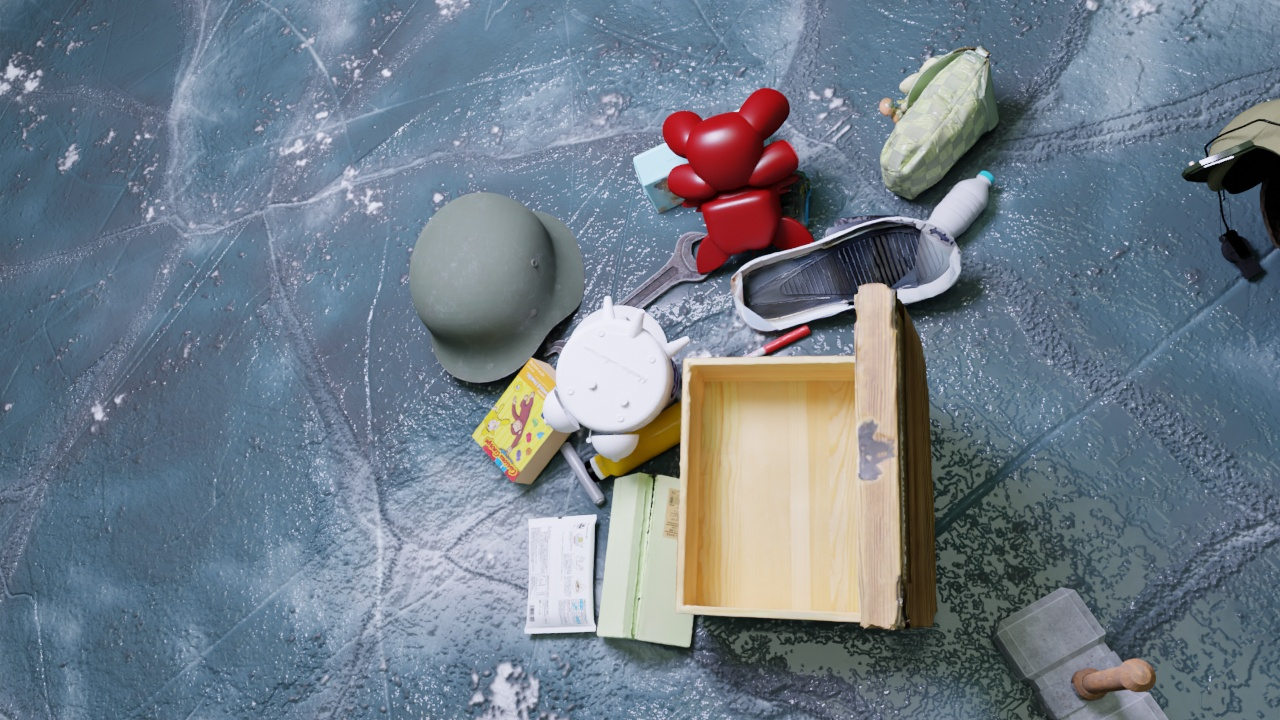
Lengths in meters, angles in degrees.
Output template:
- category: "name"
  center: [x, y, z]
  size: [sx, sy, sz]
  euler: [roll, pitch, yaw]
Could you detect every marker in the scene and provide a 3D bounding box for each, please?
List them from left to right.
- category: "marker"
  center: [-0.085, 0.120, 1.134]
  size: [0.016, 0.016, 0.140]
  euler: [-37, 64, 1]
- category: "marker"
  center: [0.139, -0.007, 1.113]
  size: [0.142, 0.013, 0.012]
  euler: [-27, 64, 7]

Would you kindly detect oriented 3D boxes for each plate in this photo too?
- category: "plate"
  center: [-0.032, -0.007, 1.159]
  size: [0.135, 0.011, 0.134]
  euler: [-4, 75, 13]

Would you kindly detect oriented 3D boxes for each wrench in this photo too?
- category: "wrench"
  center: [-0.013, -0.070, 1.187]
  size: [0.273, 0.010, 0.070]
  euler: [-38, 63, 1]

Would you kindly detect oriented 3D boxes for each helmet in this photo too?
- category: "helmet"
  center: [-0.206, -0.112, 1.184]
  size: [0.227, 0.154, 0.267]
  euler: [0, 70, 18]
- category: "helmet"
  center: [0.659, -0.137, 0.847]
  size: [0.233, 0.255, 0.250]
  euler: [-24, 66, 11]

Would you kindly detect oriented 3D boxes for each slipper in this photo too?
- category: "slipper"
  center: [0.238, -0.106, 1.080]
  size: [0.264, 0.063, 0.111]
  euler: [-16, 107, 21]

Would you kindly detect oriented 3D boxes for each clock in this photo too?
- category: "clock"
  center: [-0.031, 0.020, 1.010]
  size: [0.125, 0.073, 0.161]
  euler: [28, 89, 9]

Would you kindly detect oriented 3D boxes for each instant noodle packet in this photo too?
- category: "instant noodle packet"
  center: [-0.094, 0.251, 1.081]
  size: [0.087, 0.026, 0.134]
  euler: [-7, 68, 15]

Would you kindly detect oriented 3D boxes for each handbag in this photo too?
- category: "handbag"
  center: [0.344, -0.289, 1.101]
  size: [0.186, 0.113, 0.117]
  euler: [-47, 56, -3]

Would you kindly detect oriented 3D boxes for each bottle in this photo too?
- category: "bottle"
  center: [0.001, 0.100, 1.099]
  size: [0.144, 0.043, 0.043]
  euler: [-30, 64, 5]
- category: "bottle"
  center: [0.367, -0.168, 1.083]
  size: [0.044, 0.044, 0.136]
  euler: [40, 86, 26]

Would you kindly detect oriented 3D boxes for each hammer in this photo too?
- category: "hammer"
  center: [0.382, 0.266, 0.760]
  size: [0.083, 0.318, 0.162]
  euler: [-31, 64, 4]

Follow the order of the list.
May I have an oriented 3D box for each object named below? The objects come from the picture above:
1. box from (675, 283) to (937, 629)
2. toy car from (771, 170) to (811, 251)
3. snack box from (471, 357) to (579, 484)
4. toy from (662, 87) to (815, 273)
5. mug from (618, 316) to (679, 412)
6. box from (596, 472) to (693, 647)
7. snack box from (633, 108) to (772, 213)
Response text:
- category: "box"
  center: [0.166, 0.108, 0.870]
  size: [0.287, 0.336, 0.278]
  euler: [-1, 74, 12]
- category: "toy car"
  center: [0.189, -0.185, 1.153]
  size: [0.048, 0.032, 0.105]
  euler: [0, 82, 25]
- category: "snack box"
  center: [-0.135, 0.076, 1.136]
  size: [0.088, 0.040, 0.126]
  euler: [43, 100, 29]
- category: "toy"
  center: [0.117, -0.211, 1.104]
  size: [0.158, 0.197, 0.120]
  euler: [-11, 27, 18]
- category: "mug"
  center: [-0.006, 0.006, 1.092]
  size: [0.091, 0.090, 0.121]
  euler: [-15, 84, 6]
- category: "box"
  center: [0.009, 0.229, 1.056]
  size: [0.098, 0.082, 0.187]
  euler: [17, 70, -23]
- category: "snack box"
  center: [0.083, -0.261, 1.192]
  size: [0.175, 0.075, 0.053]
  euler: [-22, 66, 8]
